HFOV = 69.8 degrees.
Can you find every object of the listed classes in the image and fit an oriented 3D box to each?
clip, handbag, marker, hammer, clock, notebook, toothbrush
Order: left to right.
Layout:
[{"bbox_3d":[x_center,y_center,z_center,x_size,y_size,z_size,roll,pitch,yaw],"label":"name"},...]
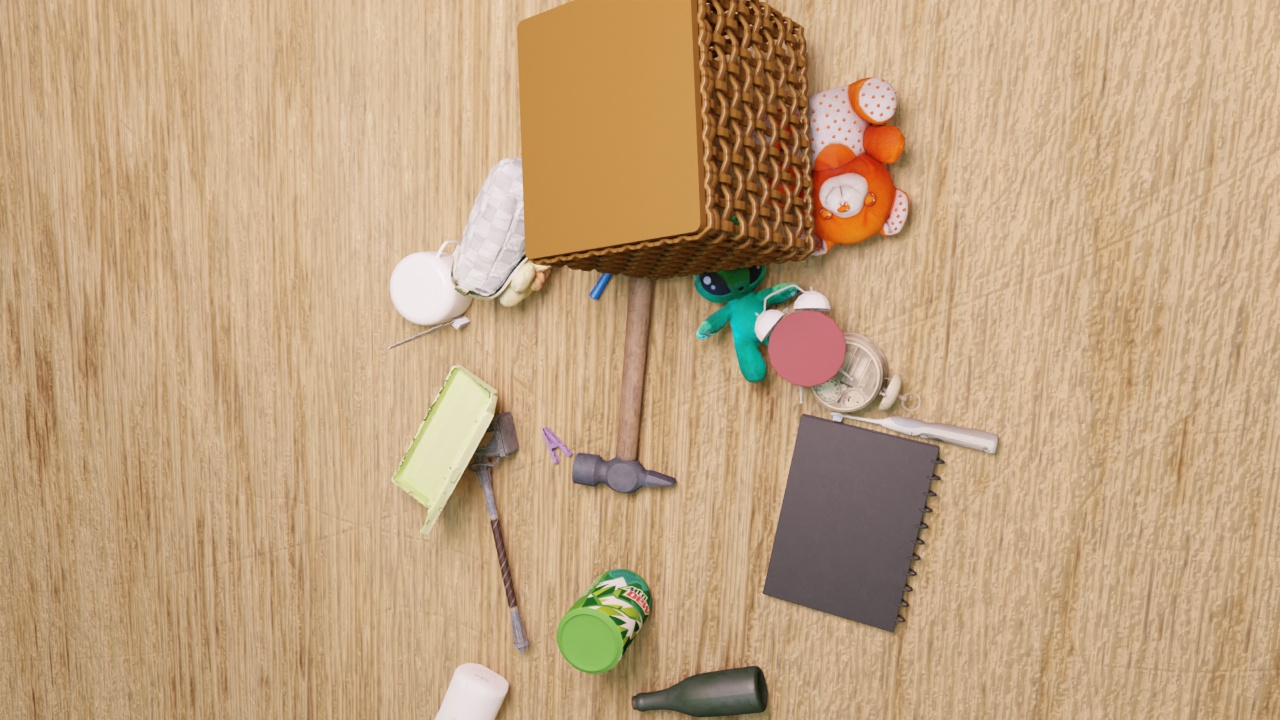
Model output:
[{"bbox_3d":[-0.255,-0.032,1.125,0.010,0.181,0.010,42,112,4],"label":"toothbrush"},{"bbox_3d":[-0.189,0.234,1.215,0.099,0.044,0.322,-10,95,18],"label":"hammer"},{"bbox_3d":[-0.151,-0.155,1.116,0.123,0.112,0.172,24,104,2],"label":"handbag"},{"bbox_3d":[-0.107,0.110,1.191,0.045,0.014,0.051,-3,99,17],"label":"clip"},{"bbox_3d":[-0.023,-0.136,1.129,0.013,0.013,0.142,35,106,9],"label":"marker"},{"bbox_3d":[-0.007,0.007,1.135,0.129,0.040,0.322,7,99,12],"label":"hammer"},{"bbox_3d":[0.180,-0.022,1.016,0.087,0.044,0.124,-25,83,9],"label":"clock"},{"bbox_3d":[0.251,0.194,1.092,0.169,0.019,0.231,13,102,16],"label":"notebook"},{"bbox_3d":[0.251,0.023,1.048,0.141,0.054,0.093,25,103,14],"label":"clock"},{"bbox_3d":[0.312,0.077,1.055,0.186,0.022,0.024,11,82,14],"label":"toothbrush"}]

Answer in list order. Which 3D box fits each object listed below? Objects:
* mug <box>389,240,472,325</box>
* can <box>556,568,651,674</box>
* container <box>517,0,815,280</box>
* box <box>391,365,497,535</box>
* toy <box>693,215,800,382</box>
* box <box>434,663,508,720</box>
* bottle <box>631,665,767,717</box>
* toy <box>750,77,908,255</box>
[{"bbox_3d":[-0.263,-0.102,1.176,0.094,0.068,0.116,31,105,10],"label":"mug"},{"bbox_3d":[-0.041,0.316,1.131,0.083,0.144,0.083,3,99,16],"label":"can"},{"bbox_3d":[0.028,-0.226,0.945,0.220,0.213,0.251,-4,88,37],"label":"container"},{"bbox_3d":[-0.239,0.113,1.159,0.133,0.061,0.188,45,111,47],"label":"box"},{"bbox_3d":[0.117,-0.070,1.070,0.130,0.072,0.193,-22,87,0],"label":"toy"},{"bbox_3d":[-0.238,0.493,1.254,0.081,0.091,0.160,25,97,8],"label":"box"},{"bbox_3d":[0.070,0.425,1.161,0.174,0.055,0.055,-14,94,19],"label":"bottle"},{"bbox_3d":[0.214,-0.209,1.006,0.164,0.092,0.172,-16,95,18],"label":"toy"}]
